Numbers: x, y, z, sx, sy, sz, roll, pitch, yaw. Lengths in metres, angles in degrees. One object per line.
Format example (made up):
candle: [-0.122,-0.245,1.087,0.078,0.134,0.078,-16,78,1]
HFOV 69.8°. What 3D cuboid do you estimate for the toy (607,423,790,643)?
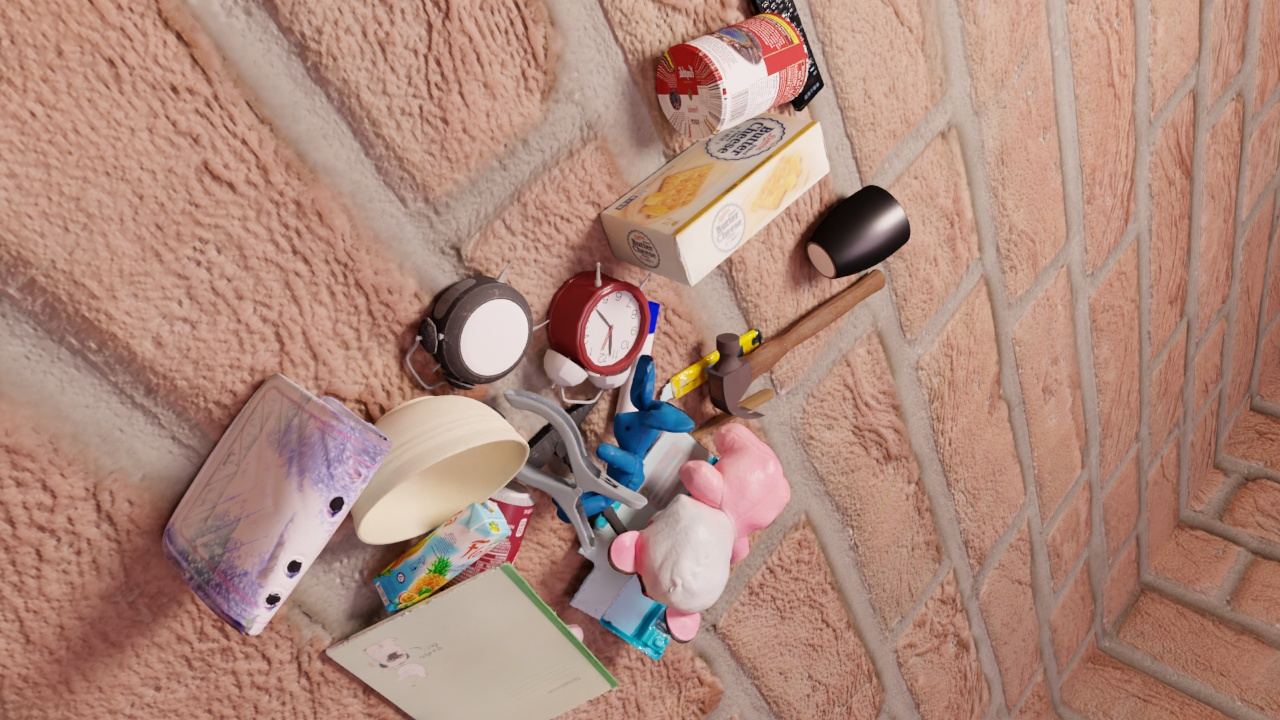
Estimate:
toy: [0.071,0.176,0.963,0.212,0.084,0.142,-42,116,-23]

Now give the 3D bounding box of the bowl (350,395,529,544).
bowl: [-0.174,0.078,0.750,0.150,0.075,0.151,-28,160,-11]

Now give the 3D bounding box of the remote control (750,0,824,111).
remote control: [0.145,-0.326,0.929,0.047,0.022,0.150,-48,133,-16]

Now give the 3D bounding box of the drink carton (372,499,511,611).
drink carton: [-0.171,0.169,0.797,0.129,0.038,0.044,-38,160,12]

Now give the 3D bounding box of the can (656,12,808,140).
can: [0.085,-0.264,0.850,0.116,0.087,0.087,-31,128,-31]

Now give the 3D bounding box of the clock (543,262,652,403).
clock: [-0.041,-0.024,0.868,0.096,0.048,0.138,6,103,-45]

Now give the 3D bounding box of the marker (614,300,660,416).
marker: [-0.006,0.005,0.933,0.027,0.023,0.133,-5,111,-46]

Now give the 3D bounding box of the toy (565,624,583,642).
toy: [-0.113,0.316,0.954,0.095,0.053,0.099,21,94,-35]

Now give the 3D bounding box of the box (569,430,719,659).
box: [0.020,0.198,1.024,0.185,0.056,0.226,40,83,-28]

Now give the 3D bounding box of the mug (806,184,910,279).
mug: [0.248,-0.136,1.082,0.100,0.085,0.119,-35,161,-12]

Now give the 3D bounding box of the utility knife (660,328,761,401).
utility knife: [0.081,0.007,1.026,0.162,0.017,0.030,-28,115,-29]

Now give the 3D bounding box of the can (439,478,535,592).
can: [-0.143,0.166,0.846,0.063,0.063,0.114,14,99,-46]

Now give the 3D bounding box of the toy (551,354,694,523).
toy: [-0.013,0.086,0.876,0.071,0.113,0.176,34,90,-23]

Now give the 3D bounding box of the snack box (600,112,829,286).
snack box: [0.074,-0.161,0.875,0.207,0.104,0.057,-41,132,-23]

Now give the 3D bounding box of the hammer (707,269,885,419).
hammer: [0.194,-0.034,1.089,0.322,0.033,0.115,-32,128,-35]

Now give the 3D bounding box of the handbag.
handbag: [-0.257,0.101,0.660,0.158,0.126,0.069,-58,139,-9]

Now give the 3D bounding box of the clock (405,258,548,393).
clock: [-0.137,-0.021,0.780,0.122,0.044,0.091,-44,133,-20]

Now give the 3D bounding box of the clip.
clip: [-0.062,0.085,0.827,0.108,0.028,0.163,-38,94,14]

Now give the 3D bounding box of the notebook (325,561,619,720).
notebook: [-0.148,0.295,0.878,0.182,0.010,0.253,-27,131,3]

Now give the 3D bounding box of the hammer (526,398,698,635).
hammer: [-0.010,0.182,0.965,0.094,0.015,0.325,-43,120,-21]

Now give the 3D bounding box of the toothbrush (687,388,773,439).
toothbrush: [0.096,0.066,1.065,0.166,0.016,0.016,-25,125,-33]
